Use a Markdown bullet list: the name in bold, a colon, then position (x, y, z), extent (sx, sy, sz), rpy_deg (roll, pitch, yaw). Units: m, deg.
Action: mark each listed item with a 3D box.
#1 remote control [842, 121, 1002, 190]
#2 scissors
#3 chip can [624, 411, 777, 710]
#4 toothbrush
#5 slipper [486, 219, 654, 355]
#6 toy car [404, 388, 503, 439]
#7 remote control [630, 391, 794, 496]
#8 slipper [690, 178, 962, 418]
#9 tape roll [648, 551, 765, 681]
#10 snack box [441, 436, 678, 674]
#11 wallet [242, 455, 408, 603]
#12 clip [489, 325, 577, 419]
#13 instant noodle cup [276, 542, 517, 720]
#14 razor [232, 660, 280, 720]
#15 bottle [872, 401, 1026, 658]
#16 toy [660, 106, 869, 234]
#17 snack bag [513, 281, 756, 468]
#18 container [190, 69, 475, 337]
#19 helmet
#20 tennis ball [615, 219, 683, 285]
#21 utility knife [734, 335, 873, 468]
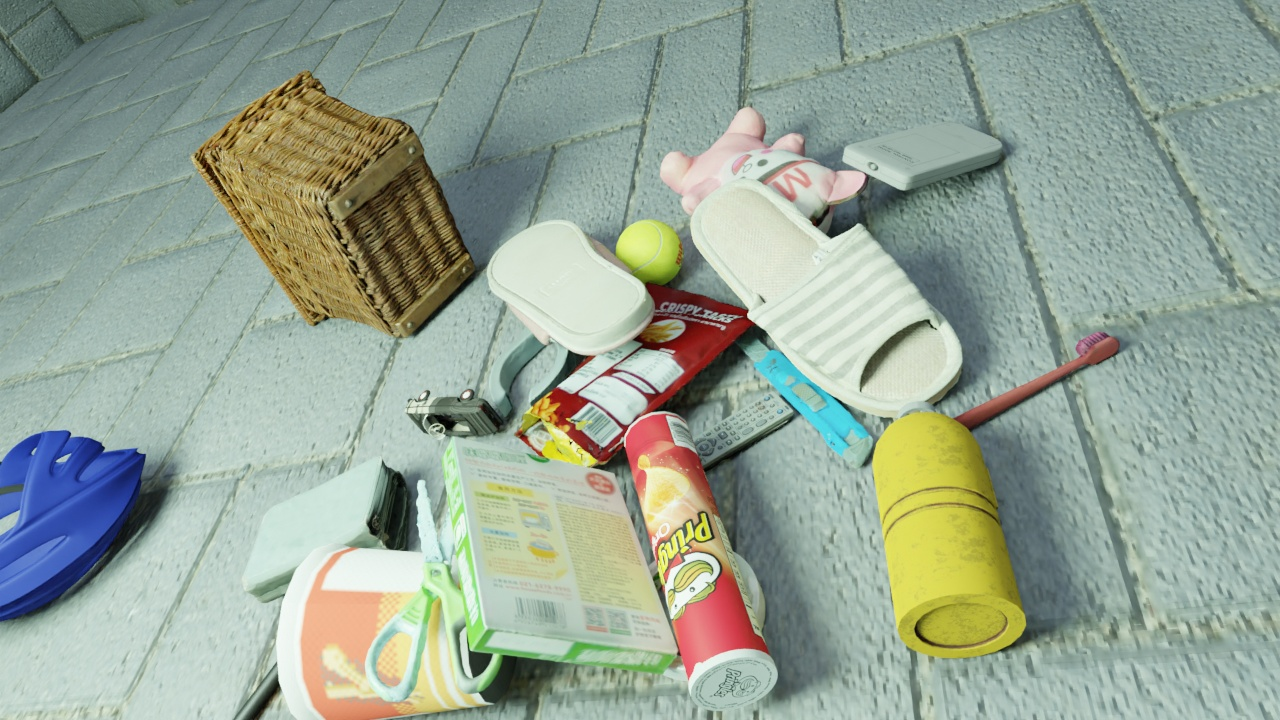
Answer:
- **remote control**: position (0.260, -0.187, 0.833), extent (0.150, 0.019, 0.074), rpy_deg (-20, 42, -31)
- **scissors**: position (-0.120, 0.136, 0.582), extent (0.093, 0.032, 0.174), rpy_deg (-2, 44, 1)
- **chip can**: position (0.033, 0.121, 0.606), extent (0.052, 0.052, 0.214), rpy_deg (-23, 39, 4)
- **toothbrush**: position (0.251, 0.028, 0.648), extent (0.190, 0.016, 0.016), rpy_deg (-28, 35, -1)
- **slipper**: position (-0.065, -0.064, 0.845), extent (0.114, 0.054, 0.274), rpy_deg (-34, 33, -8)
- **toy car**: position (-0.170, 0.052, 0.827), extent (0.092, 0.040, 0.037), rpy_deg (-2, 48, 30)
- **remote control**: position (0.055, 0.068, 0.711), extent (0.136, 0.013, 0.033), rpy_deg (-32, 39, -7)
- **slipper**: position (0.136, -0.062, 0.730), extent (0.114, 0.054, 0.272), rpy_deg (-43, 56, -1)
- **tape roll**: position (0.036, 0.166, 0.611), extent (0.094, 0.018, 0.093), rpy_deg (-15, 41, 13)
- **snack box**: position (-0.058, 0.124, 0.602), extent (0.027, 0.131, 0.168), rpy_deg (-59, 31, 25)
- **wallet**: position (-0.263, 0.144, 0.771), extent (0.132, 0.054, 0.100), rpy_deg (-21, 31, 9)
- **clip**: position (-0.075, -0.013, 0.862), extent (0.115, 0.028, 0.162), rpy_deg (-6, 44, 21)
- **instant noodle cup**: position (-0.156, 0.184, 0.623), extent (0.121, 0.123, 0.123), rpy_deg (-5, 43, 12)
- **razor**: position (-0.279, 0.237, 0.703), extent (0.043, 0.022, 0.144), rpy_deg (-45, 16, 57)
- **bottle**: position (0.185, 0.093, 0.571), extent (0.071, 0.071, 0.163), rpy_deg (-12, 41, 16)
- **toy**: position (0.113, -0.163, 0.880), extent (0.142, 0.084, 0.213), rpy_deg (-33, 38, -7)
- **snack bag**: position (-0.005, 0.005, 0.776), extent (0.139, 0.067, 0.207), rpy_deg (13, 50, 44)
- **container**: position (-0.305, -0.150, 0.977), extent (0.183, 0.250, 0.161), rpy_deg (22, 59, 33)
- **helmet**: position (-0.599, 0.126, 0.833), extent (0.148, 0.228, 0.240), rpy_deg (8, 49, 47)
- **tennis ball**: position (0.009, -0.103, 0.882), extent (0.065, 0.065, 0.065), rpy_deg (-15, 41, 13)
- **utility knife**: position (0.124, 0.024, 0.723), extent (0.031, 0.015, 0.185), rpy_deg (-29, 38, -11)
